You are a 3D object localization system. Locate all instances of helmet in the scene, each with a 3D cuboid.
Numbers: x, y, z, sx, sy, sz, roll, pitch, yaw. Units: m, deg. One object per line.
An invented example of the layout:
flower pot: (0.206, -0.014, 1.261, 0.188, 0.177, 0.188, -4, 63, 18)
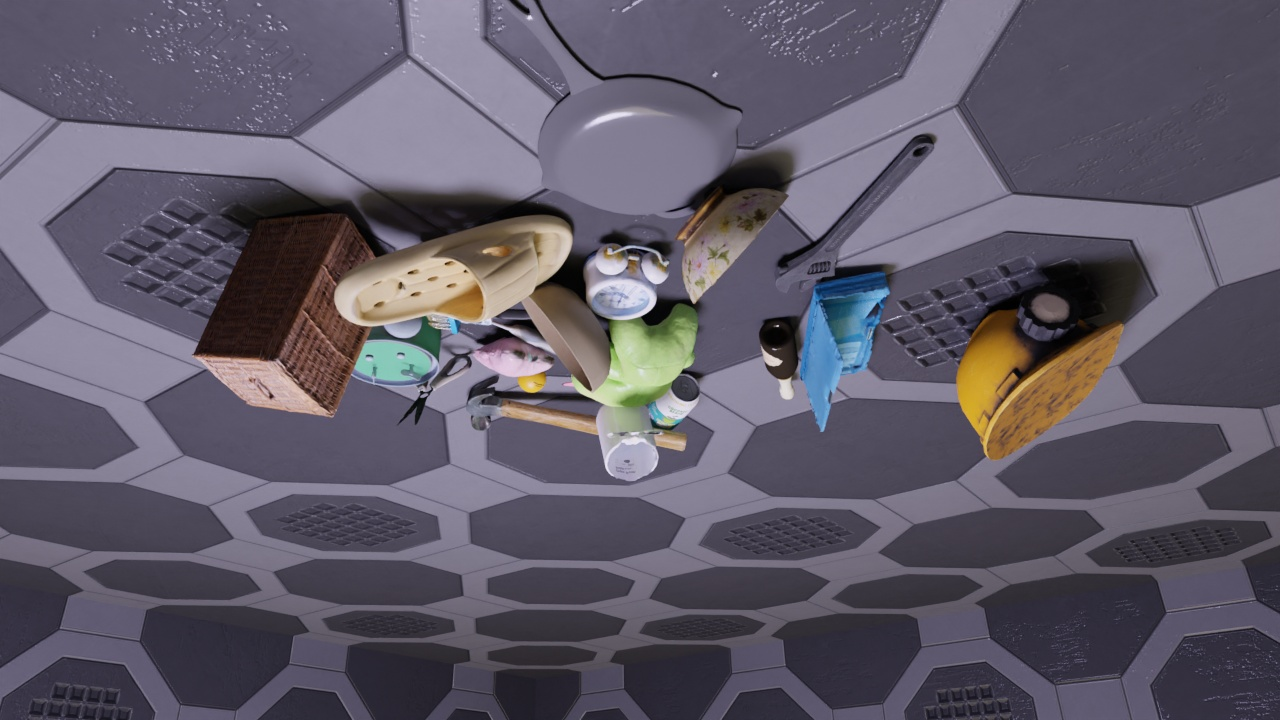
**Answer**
helmet: (0.484, 0.004, 1.174, 0.205, 0.131, 0.256, -29, 148, -13)

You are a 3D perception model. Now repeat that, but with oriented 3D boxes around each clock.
clock: (-0.318, -0.025, 1.148, 0.122, 0.075, 0.162, -4, 151, 4)
clock: (-0.018, -0.096, 1.055, 0.088, 0.051, 0.126, 9, 147, -17)

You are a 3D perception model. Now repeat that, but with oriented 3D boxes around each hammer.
hammer: (-0.095, 0.089, 1.359, 0.330, 0.033, 0.132, 10, 147, 2)

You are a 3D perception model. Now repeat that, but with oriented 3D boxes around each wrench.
wrench: (0.227, -0.149, 0.998, 0.073, 0.018, 0.274, 1, 152, -24)

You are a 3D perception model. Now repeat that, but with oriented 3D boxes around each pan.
pan: (-0.031, -0.222, 0.845, 0.217, 0.024, 0.354, -15, 149, 23)

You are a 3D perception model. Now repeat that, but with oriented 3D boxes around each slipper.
slipper: (-0.185, -0.076, 0.969, 0.261, 0.079, 0.112, -16, 151, -20)

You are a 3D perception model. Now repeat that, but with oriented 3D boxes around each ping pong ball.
ping pong ball: (-0.152, 0.025, 1.284, 0.040, 0.040, 0.040, -1, 152, -1)

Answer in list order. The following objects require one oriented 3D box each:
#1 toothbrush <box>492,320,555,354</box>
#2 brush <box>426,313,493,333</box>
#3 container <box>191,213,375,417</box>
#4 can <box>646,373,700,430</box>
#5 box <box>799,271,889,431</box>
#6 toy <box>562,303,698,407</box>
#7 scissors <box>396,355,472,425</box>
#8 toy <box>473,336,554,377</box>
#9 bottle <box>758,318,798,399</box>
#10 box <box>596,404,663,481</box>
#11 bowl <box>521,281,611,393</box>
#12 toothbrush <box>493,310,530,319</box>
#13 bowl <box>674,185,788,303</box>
toothbrush: (-0.142, -0.031, 1.189, 0.185, 0.022, 0.024, 23, 115, -46)
brush: (-0.213, -0.086, 1.057, 0.075, 0.055, 0.136, 4, 152, 0)
container: (-0.365, -0.049, 0.972, 0.113, 0.198, 0.114, 3, 149, 17)
can: (0.048, 0.062, 1.346, 0.055, 0.054, 0.102, 8, 150, -17)
box: (0.264, -0.003, 1.162, 0.094, 0.112, 0.232, -11, 154, -1)
toy: (-0.007, 0.007, 1.195, 0.150, 0.107, 0.197, -5, 150, -21)
scissors: (-0.272, 0.034, 1.205, 0.150, 0.165, 0.013, -25, 119, -19)
toy: (-0.175, -0.005, 1.214, 0.096, 0.052, 0.099, 6, 177, 29)
bottle: (0.195, 0.007, 1.260, 0.045, 0.045, 0.185, -7, 151, 11)
box: (-0.015, 0.096, 1.233, 0.084, 0.146, 0.137, 0, 129, -12)
bowl: (-0.081, -0.037, 1.091, 0.050, 0.152, 0.152, -37, 153, -10)
toothbrush: (-0.161, -0.058, 1.158, 0.167, 0.012, 0.013, 2, 160, -6)
bowl: (0.082, -0.132, 0.944, 0.063, 0.144, 0.146, 42, 144, 1)
